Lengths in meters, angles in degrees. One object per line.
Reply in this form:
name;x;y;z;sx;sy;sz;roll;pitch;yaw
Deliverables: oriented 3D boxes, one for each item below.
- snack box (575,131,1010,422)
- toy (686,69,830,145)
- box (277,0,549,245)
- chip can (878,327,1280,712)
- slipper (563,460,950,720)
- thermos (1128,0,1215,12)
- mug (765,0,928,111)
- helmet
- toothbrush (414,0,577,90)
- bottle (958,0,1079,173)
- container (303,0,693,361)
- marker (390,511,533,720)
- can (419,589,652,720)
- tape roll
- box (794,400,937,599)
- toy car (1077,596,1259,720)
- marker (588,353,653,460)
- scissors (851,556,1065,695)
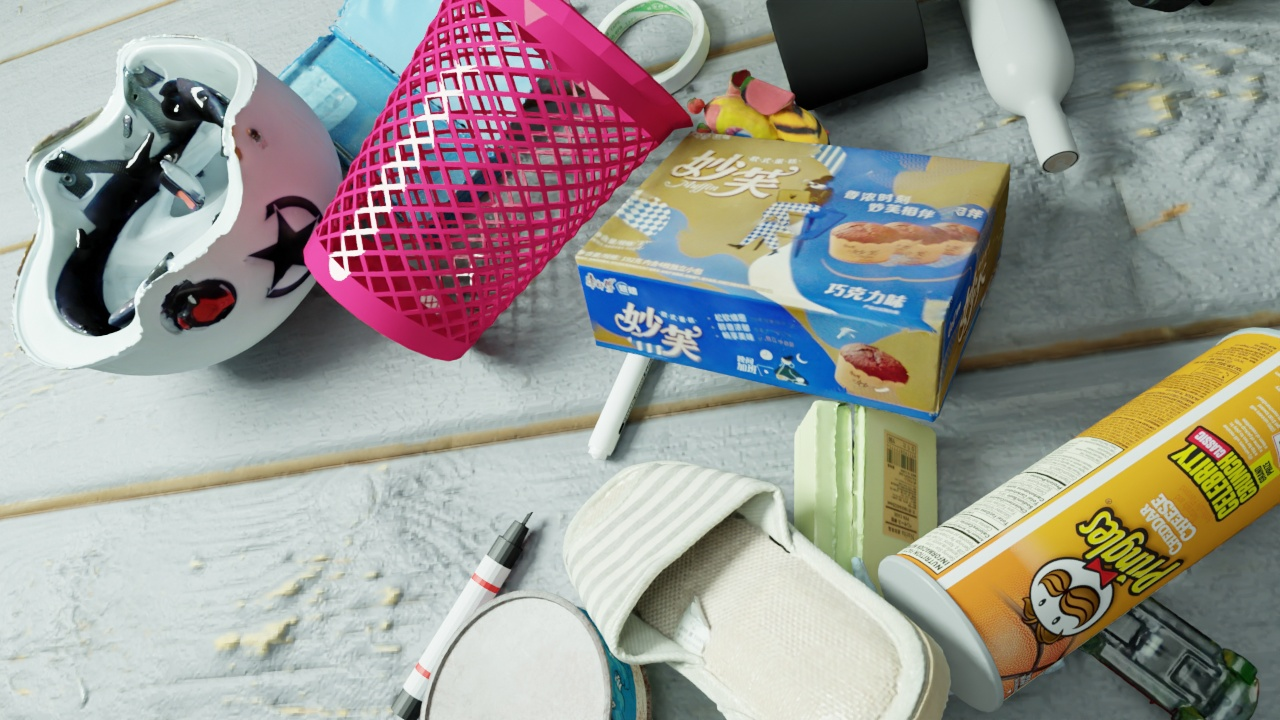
snack box;0.090;-0.060;0.532;0.203;0.069;0.154;13;45;26
toy;0.083;-0.154;0.605;0.103;0.084;0.046;29;74;17
box;-0.190;-0.221;0.752;0.231;0.047;0.177;41;95;25
chip can;0.219;0.068;0.420;0.214;0.075;0.075;-29;59;-12
slipper;0.035;0.111;0.456;0.114;0.054;0.273;-45;29;-14
thermos;0.250;-0.269;0.531;0.221;0.098;0.098;14;72;0
mug;0.137;-0.228;0.624;0.088;0.078;0.113;-17;36;14
helmet;-0.336;-0.097;0.700;0.237;0.163;0.264;30;88;34
toothbrush;-0.142;-0.261;0.777;0.190;0.016;0.016;-19;63;13
bottle;0.238;-0.204;0.579;0.052;0.052;0.195;-13;63;16
container;-0.107;-0.125;0.614;0.183;0.183;0.226;44;100;31
marker;-0.109;0.158;0.579;0.019;0.019;0.145;27;80;29
can;-0.060;0.198;0.513;0.130;0.044;0.129;-16;57;26
tape roll;0.007;-0.243;0.709;0.094;0.018;0.093;-8;66;18
box;0.110;0.116;0.481;0.091;0.077;0.187;-1;69;21
toy car;0.243;0.139;0.437;0.091;0.036;0.042;37;84;31
marker;-0.004;0.004;0.604;0.017;0.020;0.133;16;74;31
scissors;0.137;0.174;0.430;0.172;0.013;0.170;-8;72;-19
